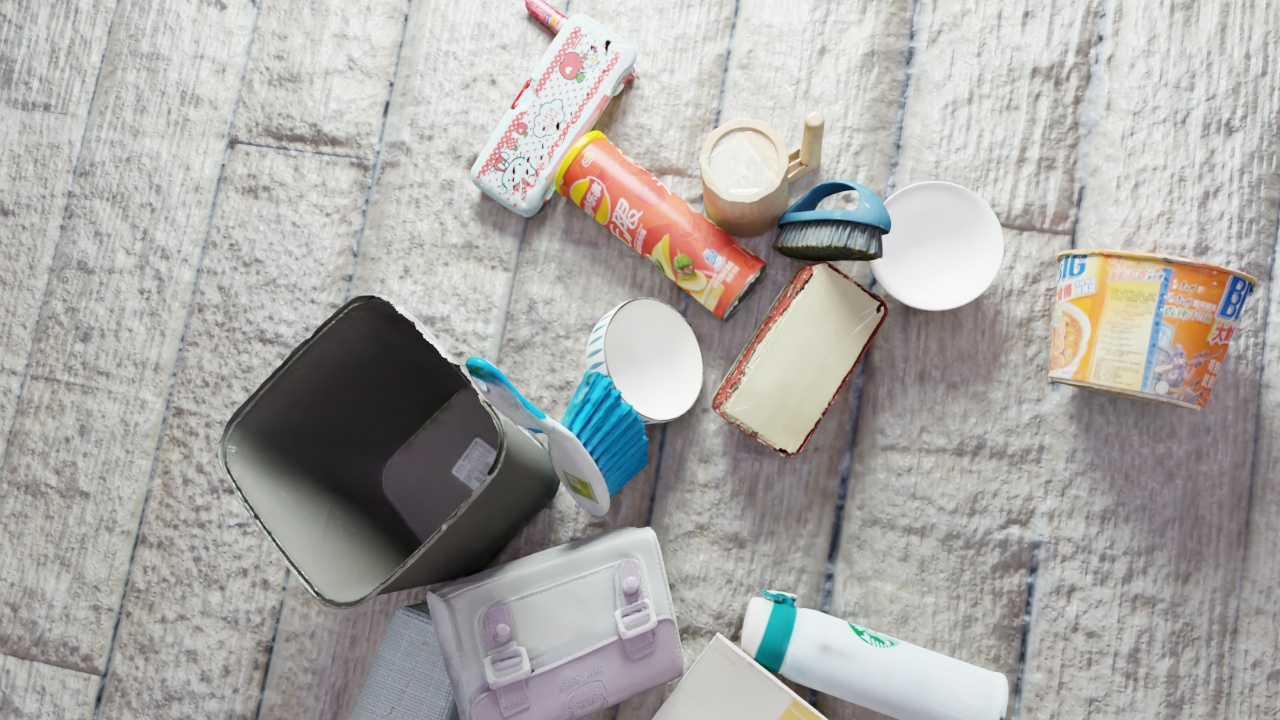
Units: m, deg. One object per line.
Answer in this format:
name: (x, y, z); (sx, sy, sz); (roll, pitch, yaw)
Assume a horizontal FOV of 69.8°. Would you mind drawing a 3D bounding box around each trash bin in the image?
trash bin: (-0.189, 0.088, 0.790); (0.198, 0.220, 0.199); (-45, 70, 1)

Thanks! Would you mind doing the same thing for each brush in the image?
brush: (-0.057, 0.049, 0.734); (0.060, 0.315, 0.109); (23, 64, 23)
brush: (0.172, -0.126, 0.825); (0.055, 0.144, 0.073); (14, 90, -22)

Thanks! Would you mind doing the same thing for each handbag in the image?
handbag: (-0.069, 0.239, 0.793); (0.196, 0.099, 0.145); (-15, 92, -25)

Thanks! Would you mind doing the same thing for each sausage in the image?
sausage: (-0.062, -0.330, 0.939); (0.156, 0.020, 0.020); (38, 88, 10)

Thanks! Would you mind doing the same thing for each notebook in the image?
notebook: (0.067, 0.361, 0.809); (0.146, 0.010, 0.206); (37, 104, 10)

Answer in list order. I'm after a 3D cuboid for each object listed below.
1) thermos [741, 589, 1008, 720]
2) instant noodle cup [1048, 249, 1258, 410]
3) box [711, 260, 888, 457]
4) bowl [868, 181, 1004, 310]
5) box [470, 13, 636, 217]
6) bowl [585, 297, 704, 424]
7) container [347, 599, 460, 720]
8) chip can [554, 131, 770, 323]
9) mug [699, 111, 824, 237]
thermos: (0.198, 0.266, 0.803); (0.224, 0.073, 0.073); (17, 85, 10)
instant noodle cup: (0.422, -0.024, 0.777); (0.151, 0.151, 0.111); (13, 93, 9)
box: (0.143, -0.003, 0.829); (0.091, 0.077, 0.168); (33, 88, -6)
bowl: (0.264, -0.098, 0.843); (0.118, 0.065, 0.118); (-1, 82, 8)
box: (-0.085, -0.240, 0.907); (0.087, 0.047, 0.201); (34, 94, 10)
bowl: (-0.005, 0.005, 0.854); (0.066, 0.116, 0.116); (-19, 77, 49)
container: (-0.195, 0.288, 0.842); (0.090, 0.090, 0.111); (19, 82, 9)
chip can: (0.019, -0.127, 0.876); (0.216, 0.073, 0.073); (40, 89, 10)
mug: (0.115, -0.178, 0.853); (0.125, 0.103, 0.084); (-29, 80, 3)
